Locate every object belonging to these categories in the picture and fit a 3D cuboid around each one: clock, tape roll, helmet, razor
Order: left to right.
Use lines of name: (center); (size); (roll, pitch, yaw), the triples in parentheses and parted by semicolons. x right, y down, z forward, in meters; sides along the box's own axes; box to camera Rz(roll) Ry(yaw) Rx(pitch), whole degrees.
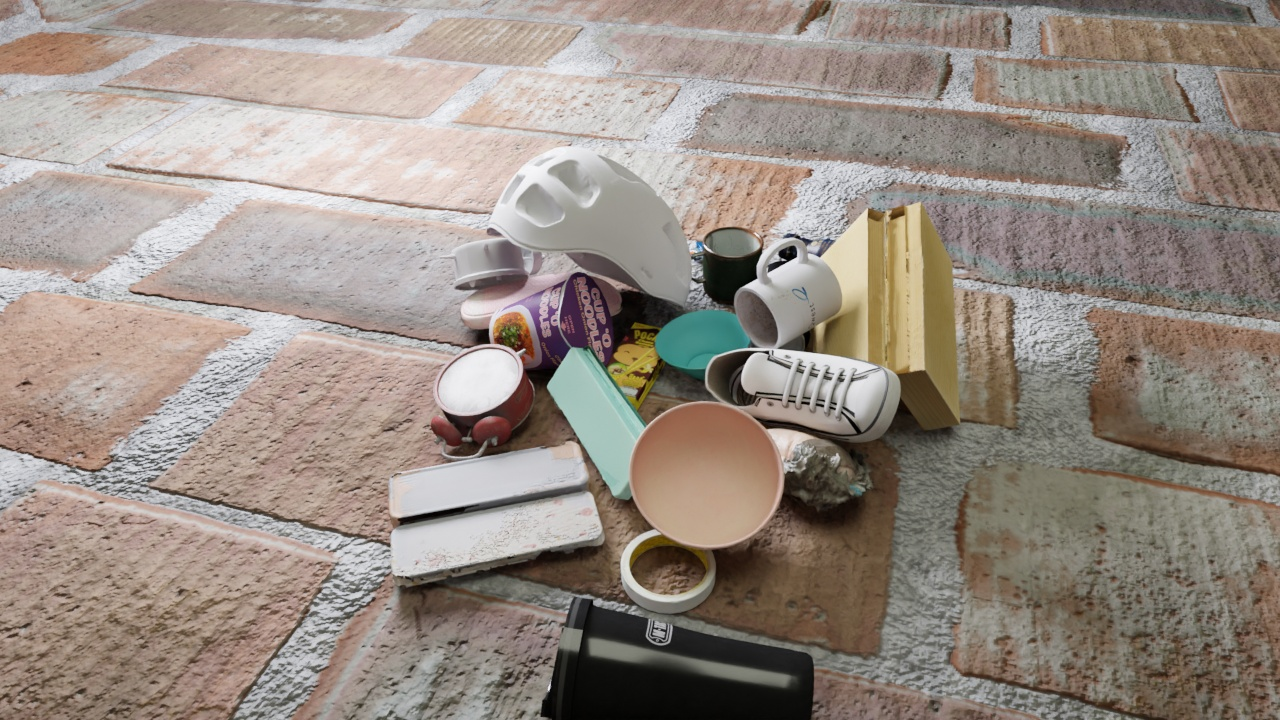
clock: (-0.187, 0.057, 1.078); (0.110, 0.062, 0.156); (0, 49, 16)
clock: (-0.203, -0.132, 1.298); (0.120, 0.061, 0.159); (-11, -3, 24)
helmet: (-0.049, -0.158, 1.207); (0.184, 0.282, 0.224); (-49, 24, 0)
razor: (0.040, -0.148, 1.372); (0.140, 0.018, 0.044); (-16, 40, -12)
tape roll: (0.027, 0.207, 0.911); (0.094, 0.019, 0.093); (-1, 38, 1)

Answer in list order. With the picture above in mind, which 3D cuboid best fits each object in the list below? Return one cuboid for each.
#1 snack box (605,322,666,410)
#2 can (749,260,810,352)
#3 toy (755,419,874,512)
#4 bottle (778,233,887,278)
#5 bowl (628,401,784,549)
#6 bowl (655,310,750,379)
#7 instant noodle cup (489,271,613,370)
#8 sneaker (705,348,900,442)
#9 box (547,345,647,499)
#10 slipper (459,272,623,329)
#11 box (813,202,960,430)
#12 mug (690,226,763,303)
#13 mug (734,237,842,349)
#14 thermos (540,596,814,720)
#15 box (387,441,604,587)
snack box: (-0.007, 0.007, 1.167); (0.061, 0.026, 0.148); (13, 40, 17)
can: (0.185, -0.064, 1.205); (0.080, 0.080, 0.145); (6, 38, 10)
toy: (0.161, 0.109, 0.986); (0.176, 0.076, 0.132); (26, 8, 42)
bottle: (0.278, -0.145, 1.325); (0.161, 0.056, 0.056); (22, 44, 27)
bowl: (0.066, 0.123, 0.925); (0.153, 0.076, 0.152); (-2, 66, 4)
bowl: (0.082, -0.010, 1.162); (0.121, 0.046, 0.121); (-7, 38, 6)
instant noodle cup: (-0.120, -0.037, 1.145); (0.122, 0.122, 0.136); (-12, 4, 25)
sneaker: (0.163, 0.025, 1.003); (0.097, 0.091, 0.246); (23, -7, -37)
box: (-0.022, 0.066, 1.040); (0.079, 0.078, 0.188); (8, 34, -43)
slipper: (-0.135, -0.074, 1.253); (0.221, 0.056, 0.106); (-6, 36, -2)
box: (0.294, -0.055, 1.099); (0.185, 0.142, 0.247); (0, 54, 14)
mug: (0.116, -0.131, 1.293); (0.111, 0.081, 0.085); (-11, 39, -12)
mug: (0.171, -0.085, 1.081); (0.096, 0.120, 0.083); (-29, 32, -22)
thermos: (0.031, 0.267, 0.773); (0.219, 0.106, 0.105); (8, 38, 4)
box: (-0.155, 0.161, 0.969); (0.216, 0.043, 0.150); (-9, 42, -9)
